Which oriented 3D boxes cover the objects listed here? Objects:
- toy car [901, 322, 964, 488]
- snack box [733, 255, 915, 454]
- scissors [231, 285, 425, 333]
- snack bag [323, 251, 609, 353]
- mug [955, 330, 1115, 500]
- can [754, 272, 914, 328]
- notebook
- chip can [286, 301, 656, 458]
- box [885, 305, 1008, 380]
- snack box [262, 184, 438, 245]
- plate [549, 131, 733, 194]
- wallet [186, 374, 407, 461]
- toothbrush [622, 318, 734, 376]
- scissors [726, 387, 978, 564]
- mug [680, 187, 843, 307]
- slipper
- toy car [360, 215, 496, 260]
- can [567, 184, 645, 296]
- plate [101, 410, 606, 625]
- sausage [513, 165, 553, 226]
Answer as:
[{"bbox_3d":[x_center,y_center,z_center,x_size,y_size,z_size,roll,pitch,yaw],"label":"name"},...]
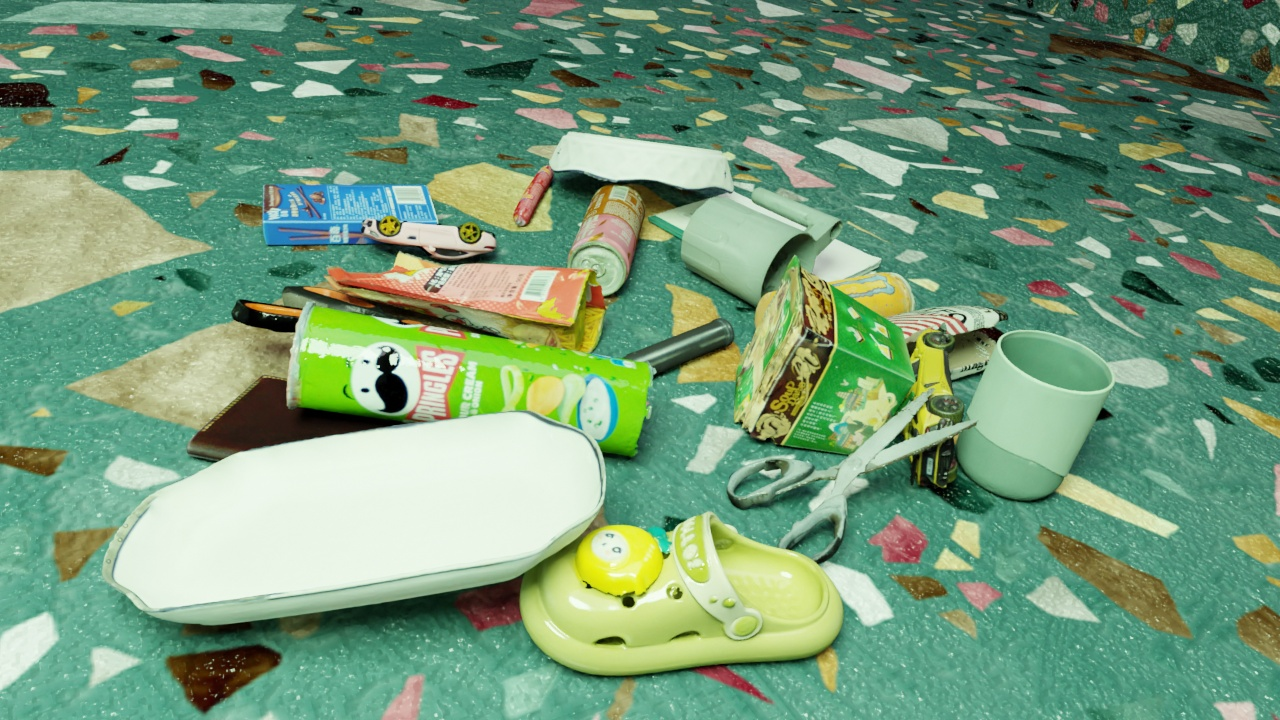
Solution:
[{"bbox_3d":[0.222,0.033,0.704,0.041,0.071,0.155,3,36,14],"label":"toy car"},{"bbox_3d":[0.142,0.007,0.707,0.105,0.118,0.117,21,33,-6],"label":"snack box"},{"bbox_3d":[-0.198,-0.023,0.697,0.221,0.022,0.223,20,12,36],"label":"scissors"},{"bbox_3d":[-0.137,-0.056,0.757,0.208,0.073,0.128,11,16,11],"label":"snack bag"},{"bbox_3d":[0.298,0.040,0.687,0.111,0.106,0.082,-16,40,-34],"label":"mug"},{"bbox_3d":[0.176,-0.043,0.826,0.145,0.058,0.058,-12,39,-30],"label":"can"},{"bbox_3d":[0.132,-0.129,0.988,0.150,0.012,0.209,-24,45,-40],"label":"notebook"},{"bbox_3d":[-0.111,0.016,0.624,0.236,0.072,0.072,10,32,-12],"label":"chip can"},{"bbox_3d":[0.252,-0.007,0.814,0.163,0.079,0.074,-14,17,-29],"label":"box"},{"bbox_3d":[-0.280,-0.142,0.886,0.157,0.026,0.084,-3,35,-20],"label":"snack box"},{"bbox_3d":[0.003,-0.218,1.007,0.205,0.045,0.204,7,13,-2],"label":"plate"},{"bbox_3d":[-0.223,0.047,0.621,0.122,0.020,0.096,12,29,5],"label":"wallet"},{"bbox_3d":[-0.004,0.004,0.735,0.212,0.027,0.026,-21,6,-38],"label":"toothbrush"},{"bbox_3d":[0.139,0.074,0.621,0.172,0.014,0.159,1,48,22],"label":"scissors"},{"bbox_3d":[0.116,-0.114,0.883,0.103,0.084,0.123,32,63,33],"label":"mug"},{"bbox_3d":[0.029,0.120,0.520,0.190,0.082,0.091,5,31,-13],"label":"slipper"},{"bbox_3d":[-0.194,-0.112,0.844,0.122,0.037,0.056,4,3,-17],"label":"toy car"},{"bbox_3d":[-0.031,-0.119,0.889,0.058,0.058,0.147,11,33,1],"label":"can"},{"bbox_3d":[-0.150,0.089,0.513,0.265,0.034,0.162,-8,25,-7],"label":"plate"},{"bbox_3d":[-0.116,-0.181,0.998,0.020,0.020,0.155,11,32,1],"label":"sausage"}]
